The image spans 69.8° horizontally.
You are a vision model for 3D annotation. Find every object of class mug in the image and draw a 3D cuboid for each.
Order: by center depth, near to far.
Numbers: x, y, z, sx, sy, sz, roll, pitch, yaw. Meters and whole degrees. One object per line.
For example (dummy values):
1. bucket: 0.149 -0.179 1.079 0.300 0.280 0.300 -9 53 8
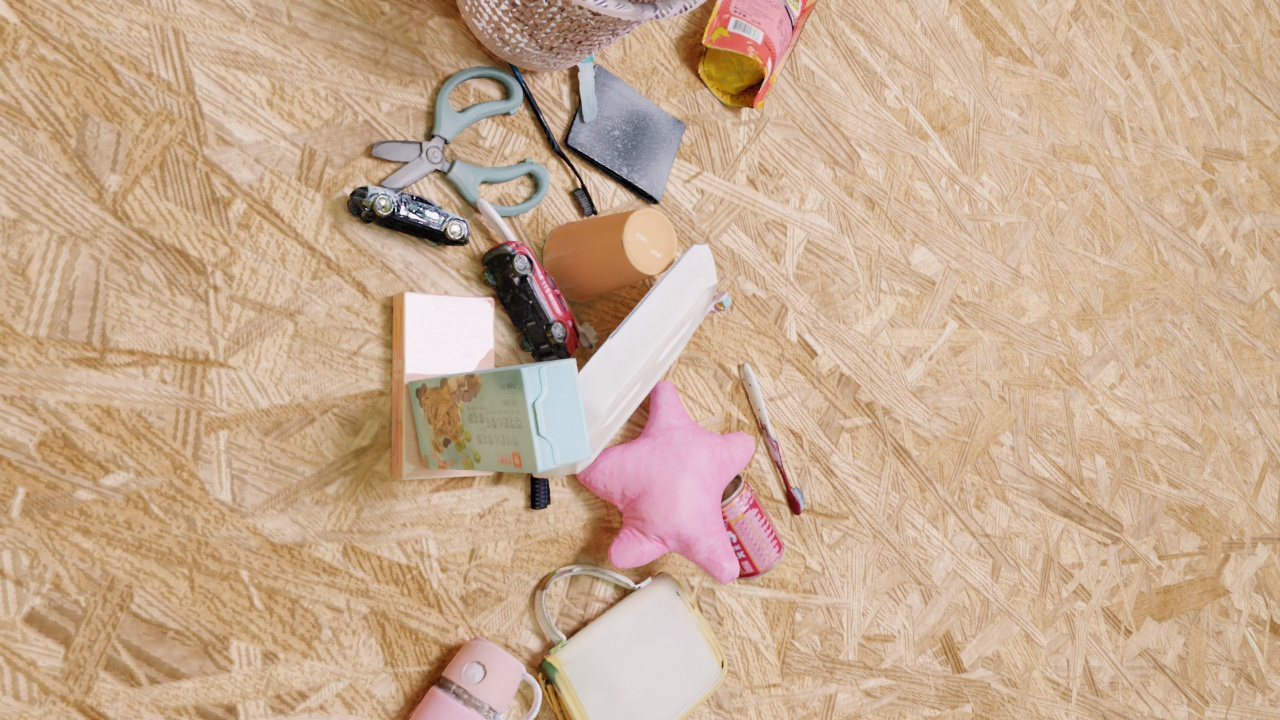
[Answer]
1. mug: -0.025 -0.099 0.836 0.078 0.123 0.078 3 85 -36

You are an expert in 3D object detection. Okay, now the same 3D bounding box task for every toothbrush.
1. toothbrush: -0.092 -0.079 0.846 0.180 0.016 0.016 53 51 -27
2. toothbrush: -0.090 -0.219 0.865 0.016 0.014 0.189 -31 106 -7
3. toothbrush: 0.031 -0.007 0.936 0.021 0.029 0.188 36 62 16
4. toothbrush: 0.148 0.087 1.015 0.017 0.016 0.187 -32 106 -41

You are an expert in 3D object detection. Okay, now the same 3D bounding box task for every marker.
1. marker: -0.093 0.071 0.844 0.022 0.018 0.130 4 84 -61

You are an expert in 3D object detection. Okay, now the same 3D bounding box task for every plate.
1. plate: -0.005 0.005 0.826 0.034 0.162 0.265 35 60 10

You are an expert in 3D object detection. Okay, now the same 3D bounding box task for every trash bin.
1. trash bin: -0.061 -0.350 0.770 0.227 0.193 0.227 5 79 -26

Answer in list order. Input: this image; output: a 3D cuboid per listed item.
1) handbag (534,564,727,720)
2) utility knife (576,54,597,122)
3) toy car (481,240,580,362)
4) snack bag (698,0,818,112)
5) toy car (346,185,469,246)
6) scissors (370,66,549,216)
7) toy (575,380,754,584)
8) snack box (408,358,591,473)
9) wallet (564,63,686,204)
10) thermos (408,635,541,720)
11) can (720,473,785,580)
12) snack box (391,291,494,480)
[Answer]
1. handbag: -0.023 0.266 0.865 0.163 0.063 0.178 -29 89 -33
2. utility knife: -0.060 -0.332 0.888 0.029 0.013 0.209 -3 85 -33
3. toy car: -0.097 -0.053 0.825 0.045 0.053 0.120 -46 115 -44
4. snack bag: 0.132 -0.382 1.006 0.128 0.073 0.207 38 61 -32
5. toy car: -0.190 -0.121 0.766 0.105 0.049 0.031 18 80 -34
6. scissors: -0.159 -0.202 0.812 0.177 0.019 0.169 0 88 -35
7. toy: 0.021 0.110 0.878 0.178 0.075 0.194 13 65 -9
8. snack box: -0.112 0.044 0.701 0.051 0.175 0.074 -10 93 -41
9. wallet: -0.014 -0.226 0.918 0.120 0.019 0.097 28 70 -30
10. thermos: -0.161 0.327 0.741 0.198 0.087 0.067 -54 161 -25
11. can: 0.100 0.169 0.944 0.066 0.067 0.094 -42 111 -30
12. snack box: -0.168 0.022 0.786 0.084 0.026 0.157 2 86 -35
